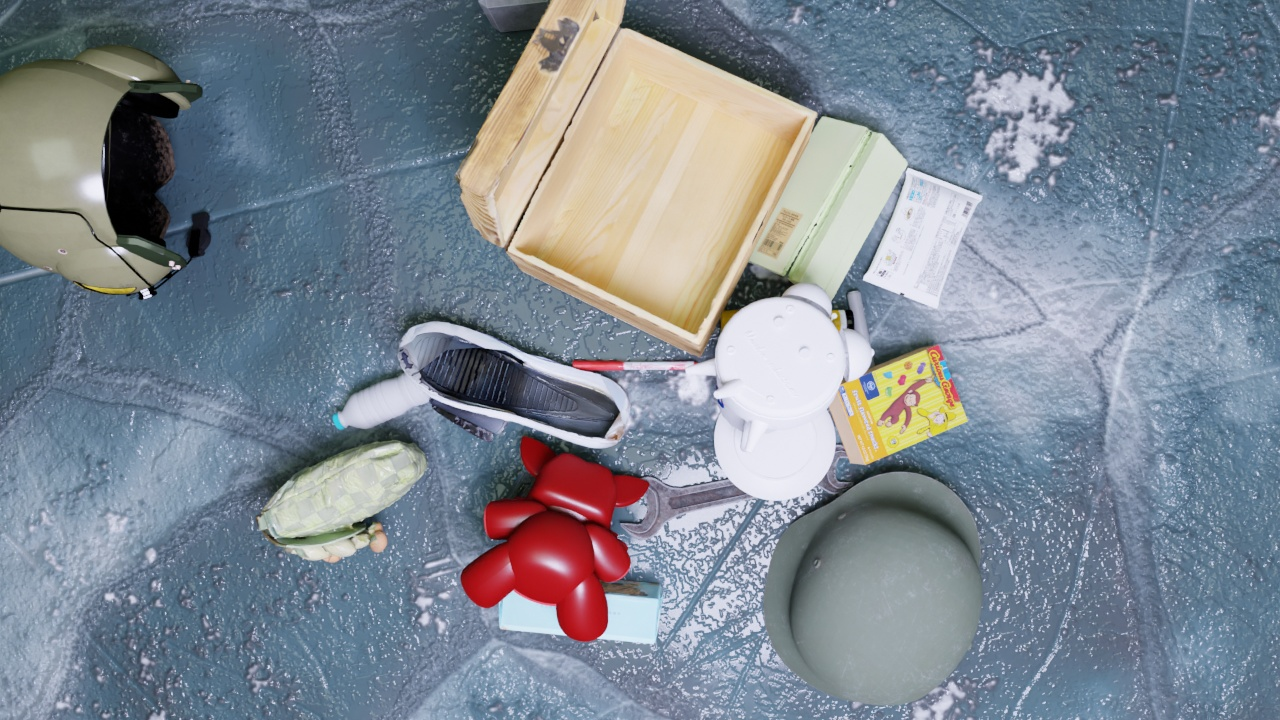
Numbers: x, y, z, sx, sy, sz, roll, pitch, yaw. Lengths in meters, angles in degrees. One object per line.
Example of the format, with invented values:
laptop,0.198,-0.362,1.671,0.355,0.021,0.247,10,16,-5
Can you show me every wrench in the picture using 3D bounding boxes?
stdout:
wrench,0.109,0.146,1.034,0.273,0.010,0.070,-12,89,3

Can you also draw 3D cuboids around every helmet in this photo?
helmet,-0.559,-0.193,0.945,0.233,0.255,0.250,4,88,0
helmet,0.255,0.248,0.951,0.227,0.154,0.268,28,91,3

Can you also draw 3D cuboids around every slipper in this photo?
slipper,-0.143,0.038,1.015,0.264,0.063,0.111,16,49,-5

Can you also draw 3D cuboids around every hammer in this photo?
hammer,-0.143,-0.463,0.902,0.083,0.317,0.162,-5,89,3

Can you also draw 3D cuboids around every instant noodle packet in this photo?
instant noodle packet,0.313,-0.136,1.016,0.087,0.026,0.134,22,91,3

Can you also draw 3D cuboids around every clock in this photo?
clock,0.138,-0.001,0.901,0.161,0.073,0.125,-34,71,-7

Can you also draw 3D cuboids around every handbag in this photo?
handbag,-0.318,0.159,1.011,0.186,0.113,0.117,-22,95,2

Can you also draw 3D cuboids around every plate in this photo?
plate,0.150,0.088,1.023,0.134,0.011,0.134,-1,83,4

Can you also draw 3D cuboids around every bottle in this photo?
bottle,0.162,-0.038,1.016,0.144,0.043,0.043,-3,89,3
bottle,-0.284,0.043,1.042,0.136,0.044,0.044,-24,88,3

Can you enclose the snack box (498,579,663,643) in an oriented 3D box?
snack box,-0.064,0.270,1.010,0.175,0.075,0.053,6,89,4

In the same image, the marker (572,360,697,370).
marker,-0.006,0.006,1.042,0.142,0.013,0.013,0,89,3

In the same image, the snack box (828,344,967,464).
snack box,0.275,0.048,0.994,0.125,0.040,0.088,-21,90,-10

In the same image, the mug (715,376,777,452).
mug,0.124,0.038,0.978,0.091,0.090,0.121,10,72,9

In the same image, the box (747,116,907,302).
box,0.209,-0.166,1.023,0.098,0.082,0.188,33,92,47

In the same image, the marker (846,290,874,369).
marker,0.251,-0.008,1.024,0.016,0.016,0.140,-11,89,3

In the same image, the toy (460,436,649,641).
toy,-0.083,0.178,0.960,0.158,0.196,0.121,19,131,0

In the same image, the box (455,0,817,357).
box,-0.013,-0.207,0.874,0.286,0.336,0.279,26,86,9

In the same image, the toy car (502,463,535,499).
toy car,-0.127,0.153,1.036,0.048,0.032,0.105,31,79,-3
